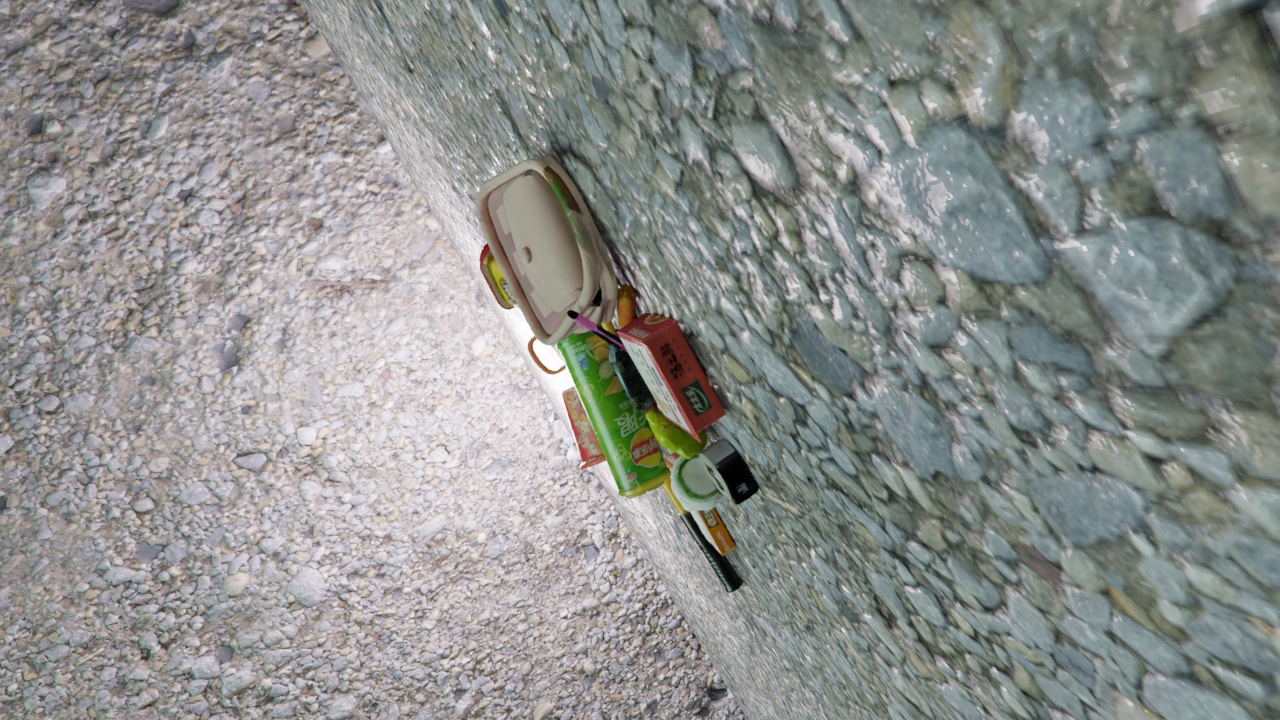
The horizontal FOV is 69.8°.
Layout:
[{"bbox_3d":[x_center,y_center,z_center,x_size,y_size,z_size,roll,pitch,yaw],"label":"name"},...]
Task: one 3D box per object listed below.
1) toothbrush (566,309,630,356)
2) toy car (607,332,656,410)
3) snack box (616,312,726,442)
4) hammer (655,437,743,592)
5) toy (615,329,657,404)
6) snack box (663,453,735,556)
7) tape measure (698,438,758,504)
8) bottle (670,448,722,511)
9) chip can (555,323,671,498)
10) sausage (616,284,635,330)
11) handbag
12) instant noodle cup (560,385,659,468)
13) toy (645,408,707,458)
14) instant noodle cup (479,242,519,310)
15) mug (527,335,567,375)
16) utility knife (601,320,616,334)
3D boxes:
[{"bbox_3d":[-0.020,-0.017,0.997,0.189,0.014,0.017,33,-157,-47],"label":"toothbrush"},{"bbox_3d":[-0.003,0.009,1.073,0.037,0.054,0.121,46,166,41],"label":"toy car"},{"bbox_3d":[0.034,0.013,0.935,0.113,0.044,0.127,61,171,-15],"label":"snack box"},{"bbox_3d":[0.074,0.243,1.491,0.300,0.032,0.129,58,171,1],"label":"hammer"},{"bbox_3d":[-0.007,0.007,1.159,0.092,0.030,0.096,36,154,57],"label":"toy"},{"bbox_3d":[0.085,0.212,1.359,0.154,0.026,0.075,61,170,-15],"label":"snack box"},{"bbox_3d":[0.094,0.121,1.009,0.066,0.033,0.066,59,169,-9],"label":"tape measure"},{"bbox_3d":[0.071,0.157,1.144,0.068,0.068,0.197,55,173,13],"label":"bottle"},{"bbox_3d":[-0.035,0.057,1.136,0.072,0.072,0.221,179,68,-79],"label":"chip can"},{"bbox_3d":[-0.016,-0.051,1.042,0.021,0.021,0.165,55,170,13],"label":"sausage"},{"bbox_3d":[-0.086,-0.127,0.957,0.193,0.093,0.234,65,162,0],"label":"handbag"},{"bbox_3d":[-0.041,0.072,1.249,0.138,0.137,0.108,149,97,-81],"label":"instant noodle cup"},{"bbox_3d":[0.043,0.080,1.037,0.100,0.031,0.096,23,-156,-45],"label":"toy"},{"bbox_3d":[-0.122,-0.107,1.163,0.124,0.116,0.116,37,160,33],"label":"instant noodle cup"},{"bbox_3d":[-0.096,-0.026,1.254,0.106,0.115,0.081,55,-169,0],"label":"mug"},{"bbox_3d":[-0.065,-0.106,1.089,0.033,0.015,0.216,171,76,-84],"label":"utility knife"}]
